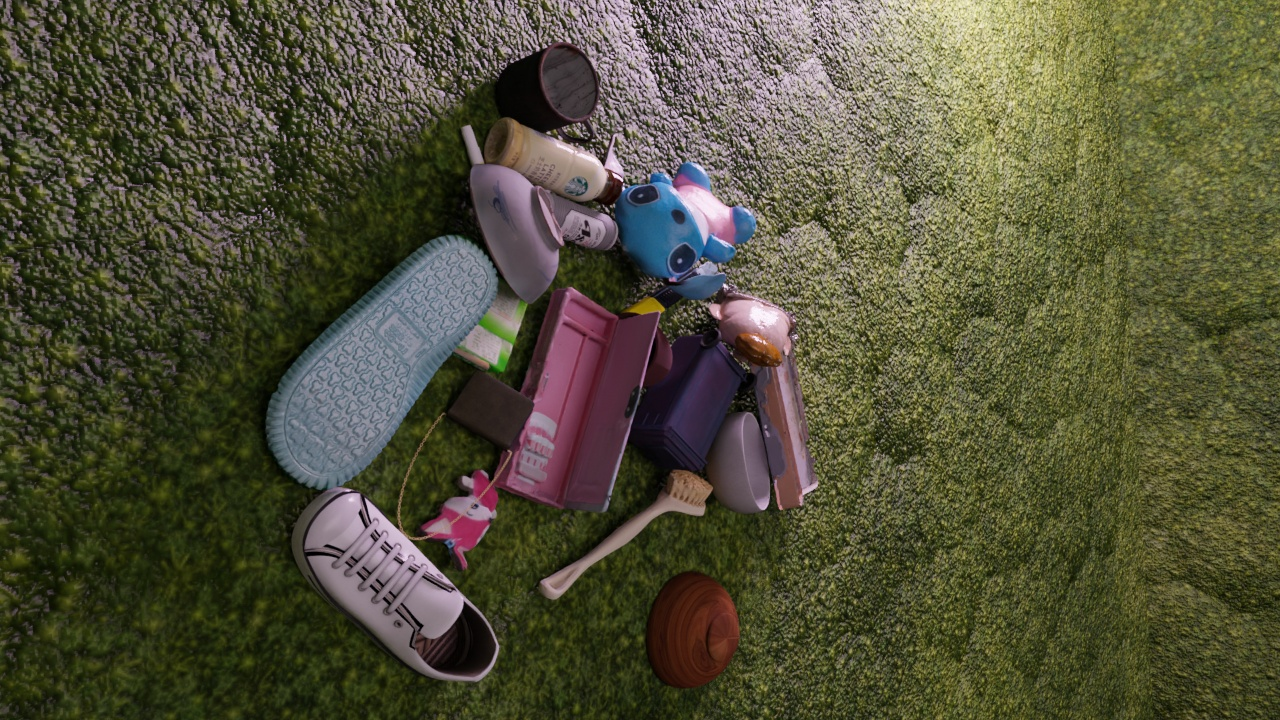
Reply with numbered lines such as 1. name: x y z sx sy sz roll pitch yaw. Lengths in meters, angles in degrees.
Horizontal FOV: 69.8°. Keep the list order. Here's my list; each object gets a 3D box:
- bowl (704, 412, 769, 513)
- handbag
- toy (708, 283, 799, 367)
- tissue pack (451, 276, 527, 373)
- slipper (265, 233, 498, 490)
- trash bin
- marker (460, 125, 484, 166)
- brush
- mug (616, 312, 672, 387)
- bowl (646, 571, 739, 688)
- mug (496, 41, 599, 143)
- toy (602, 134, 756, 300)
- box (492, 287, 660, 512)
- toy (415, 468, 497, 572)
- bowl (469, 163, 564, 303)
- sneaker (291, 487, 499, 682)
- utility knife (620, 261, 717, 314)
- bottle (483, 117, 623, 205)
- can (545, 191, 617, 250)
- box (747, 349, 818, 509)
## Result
1. bowl: 0.122 0.136 1.205 0.131 0.064 0.132 -10 90 -71
2. handbag: -0.182 0.100 0.923 0.084 0.027 0.177 30 68 0
3. toy: 0.149 -0.034 1.205 0.175 0.132 0.076 -77 -171 -65
4. tissue pack: -0.174 -0.047 0.949 0.114 0.034 0.099 32 67 -39
5. slipper: -0.241 -0.006 0.856 0.275 0.070 0.116 -51 119 -17
6. trash bin: 0.060 0.053 1.140 0.094 0.092 0.160 47 58 -33
7. marker: -0.165 -0.184 0.978 0.014 0.014 0.132 -30 109 -42
8. brush: -0.013 0.204 1.090 0.271 0.062 0.077 -27 123 -38
9. mug: -0.007 0.006 1.097 0.114 0.087 0.088 -55 151 5
10. bowl: 0.083 0.347 1.167 0.147 0.069 0.147 3 87 -45
11. mug: -0.096 -0.283 1.004 0.084 0.081 0.111 -54 124 -32
12. toy: 0.041 -0.182 1.134 0.190 0.099 0.224 -33 84 -43
13. box: -0.060 0.041 0.985 0.099 0.115 0.232 31 68 -41
14. toy: -0.173 0.157 0.935 0.065 0.050 0.102 51 50 -25
15. bowl: -0.117 -0.138 0.939 0.150 0.057 0.150 -20 89 -81
16. sneaker: -0.216 0.219 0.851 0.091 0.097 0.245 -50 122 -34
17. utility knife: 0.041 -0.086 1.178 0.197 0.020 0.029 -34 113 -40
18. bottle: -0.092 -0.214 1.015 0.162 0.057 0.056 15 77 -39
19. can: -0.076 -0.157 1.045 0.106 0.044 0.044 14 79 -44
20. box: 0.205 0.092 1.302 0.156 0.063 0.216 -16 94 -56
